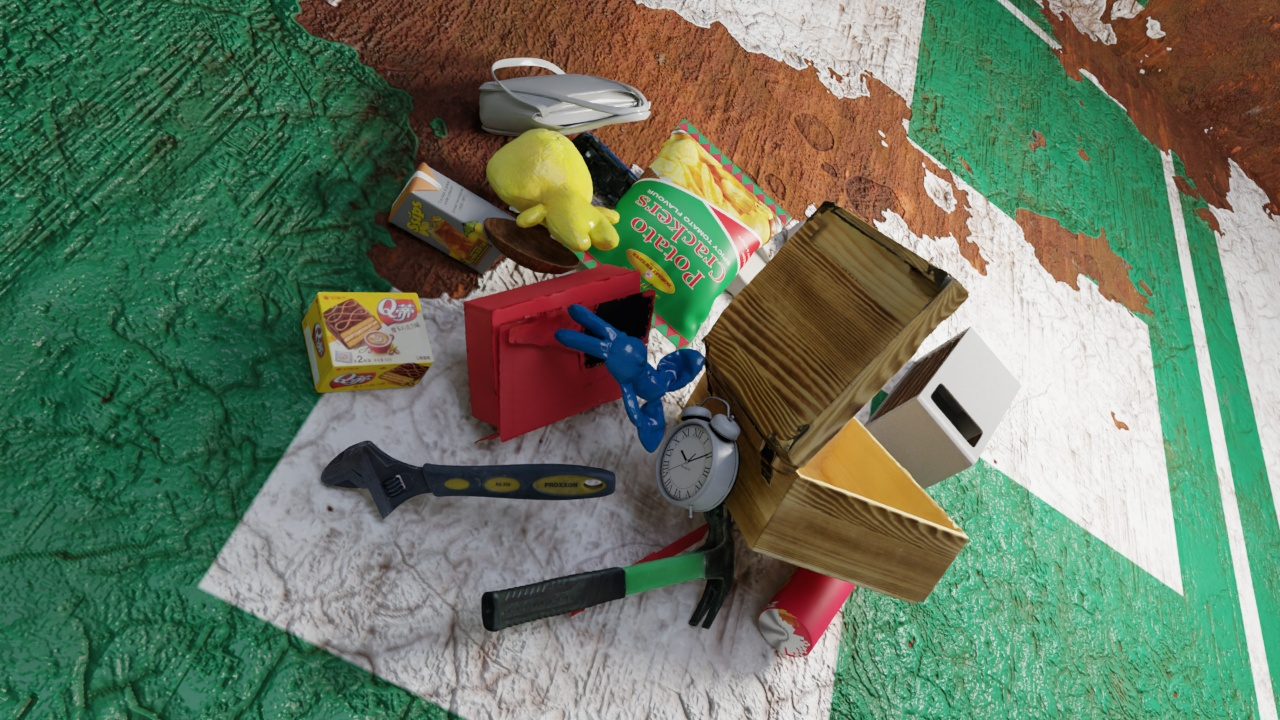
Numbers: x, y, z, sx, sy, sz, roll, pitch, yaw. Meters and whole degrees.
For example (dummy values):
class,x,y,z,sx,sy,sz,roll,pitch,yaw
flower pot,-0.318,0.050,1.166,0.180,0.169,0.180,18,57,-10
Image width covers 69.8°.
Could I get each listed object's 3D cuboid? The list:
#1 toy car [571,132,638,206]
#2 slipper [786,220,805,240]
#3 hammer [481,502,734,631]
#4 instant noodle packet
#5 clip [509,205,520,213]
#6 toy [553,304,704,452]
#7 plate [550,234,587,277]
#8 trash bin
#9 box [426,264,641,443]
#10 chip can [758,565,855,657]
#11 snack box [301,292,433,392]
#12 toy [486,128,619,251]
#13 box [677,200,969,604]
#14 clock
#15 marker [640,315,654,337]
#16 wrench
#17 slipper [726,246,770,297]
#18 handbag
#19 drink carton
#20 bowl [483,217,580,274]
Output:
class,x,y,z,sx,sy,sz,roll,pitch,yaw
toy car,-0.047,-0.252,1.227,0.120,0.056,0.043,42,24,-14
slipper,0.306,-0.108,1.380,0.246,0.075,0.112,57,32,10
hammer,-0.018,0.220,0.906,0.318,0.032,0.130,0,89,-44
instant noodle packet,0.055,-0.164,1.171,0.195,0.090,0.252,42,69,-5
clip,-0.110,-0.194,1.153,0.102,0.058,0.052,20,68,-15
toy,-0.005,0.005,0.924,0.176,0.071,0.112,43,69,-30
plate,-0.055,-0.125,1.167,0.134,0.011,0.134,18,54,-26
trash bin,0.435,0.068,1.321,0.114,0.115,0.228,50,46,2
box,-0.113,-0.017,1.008,0.213,0.165,0.153,-20,31,-41
chip can,0.222,0.253,1.085,0.069,0.069,0.219,51,47,2
snack box,-0.270,-0.019,0.913,0.105,0.061,0.083,-3,65,-37
toy,-0.099,-0.194,1.057,0.133,0.092,0.207,-5,53,-41
box,0.217,0.022,0.989,0.286,0.335,0.279,20,20,-22
clock,0.061,0.097,0.947,0.035,0.095,0.122,19,89,-36
marker,0.007,-0.045,1.154,0.132,0.023,0.027,-37,108,-43
wrench,-0.160,0.112,0.864,0.273,0.022,0.073,1,102,-4
slipper,0.115,-0.180,1.275,0.266,0.081,0.112,46,50,-2
handbag,-0.072,-0.325,1.147,0.215,0.223,0.096,-24,121,-43
drink carton,-0.212,-0.159,1.037,0.124,0.076,0.048,30,49,-22
bowl,-0.122,-0.119,1.001,0.114,0.026,0.101,34,21,20
